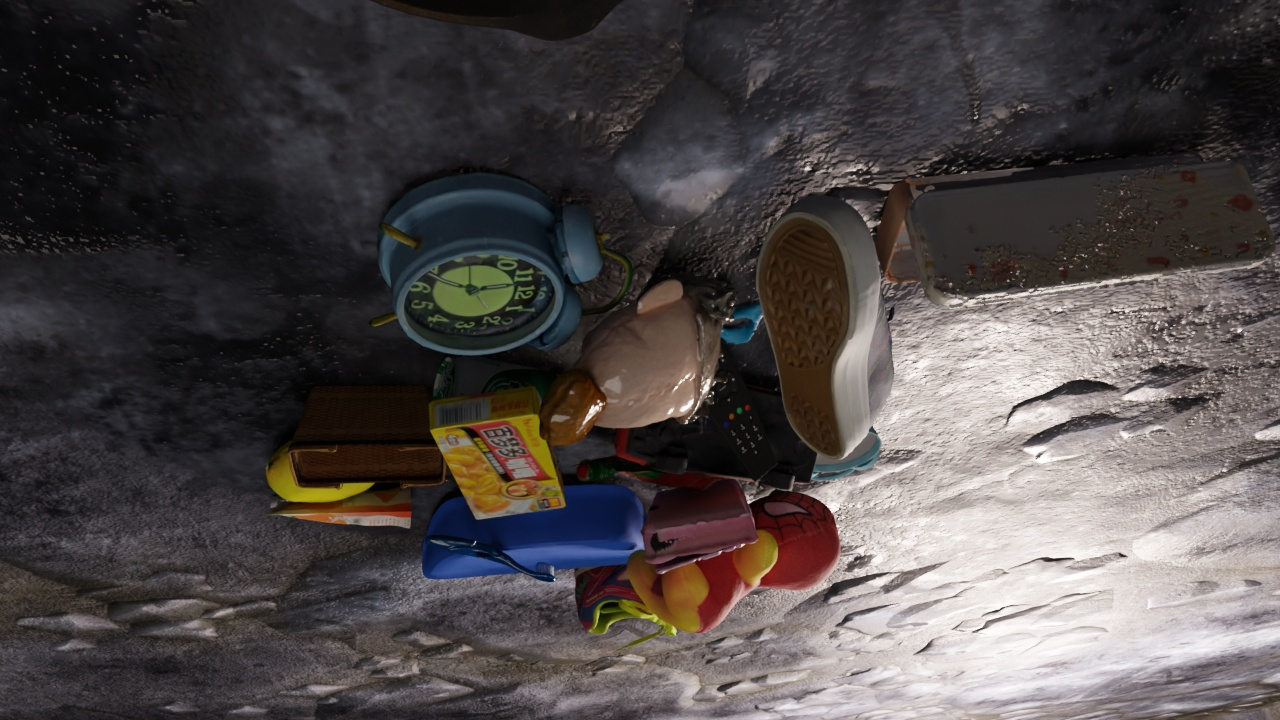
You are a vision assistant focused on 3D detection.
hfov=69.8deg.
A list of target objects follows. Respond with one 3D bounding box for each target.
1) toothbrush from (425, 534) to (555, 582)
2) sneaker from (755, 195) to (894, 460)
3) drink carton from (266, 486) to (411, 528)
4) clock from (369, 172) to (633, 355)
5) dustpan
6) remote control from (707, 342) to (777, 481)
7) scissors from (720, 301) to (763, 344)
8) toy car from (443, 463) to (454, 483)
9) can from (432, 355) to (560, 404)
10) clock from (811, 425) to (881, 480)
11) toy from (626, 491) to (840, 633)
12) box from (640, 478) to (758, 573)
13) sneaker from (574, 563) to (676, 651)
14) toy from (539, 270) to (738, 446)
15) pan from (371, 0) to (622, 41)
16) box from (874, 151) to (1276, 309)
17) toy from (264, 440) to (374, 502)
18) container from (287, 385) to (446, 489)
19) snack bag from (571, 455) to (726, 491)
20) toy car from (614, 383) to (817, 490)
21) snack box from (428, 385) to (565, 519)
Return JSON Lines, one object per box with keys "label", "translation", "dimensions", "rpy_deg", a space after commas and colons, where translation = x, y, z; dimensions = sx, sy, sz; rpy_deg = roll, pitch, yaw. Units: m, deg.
{"label": "toothbrush", "translation": [-0.135, 0.178, 0.835], "dimensions": [0.132, 0.016, 0.021], "rpy_deg": [25, 132, -26]}
{"label": "sneaker", "translation": [0.141, -0.028, 0.644], "dimensions": [0.079, 0.087, 0.236], "rpy_deg": [-38, 141, -20]}
{"label": "drink carton", "translation": [-0.270, 0.132, 0.824], "dimensions": [0.122, 0.039, 0.069], "rpy_deg": [1, 179, -16]}
{"label": "clock", "translation": [-0.084, -0.056, 0.570], "dimensions": [0.162, 0.060, 0.118], "rpy_deg": [-1, 145, -18]}
{"label": "dustpan", "translation": [-0.095, 0.153, 0.871], "dimensions": [0.245, 0.059, 0.258], "rpy_deg": [-3, 160, -8]}
{"label": "remote control", "translation": [0.071, 0.038, 0.719], "dimensions": [0.039, 0.010, 0.125], "rpy_deg": [-36, 110, -20]}
{"label": "scissors", "translation": [0.118, -0.050, 0.668], "dimensions": [0.103, 0.015, 0.134], "rpy_deg": [13, 137, -23]}
{"label": "toy car", "translation": [-0.144, 0.081, 0.783], "dimensions": [0.042, 0.036, 0.091], "rpy_deg": [-21, 168, 14]}
{"label": "can", "translation": [-0.102, 0.028, 0.696], "dimensions": [0.101, 0.053, 0.053], "rpy_deg": [13, 141, -30]}
{"label": "clock", "translation": [0.182, 0.085, 0.855], "dimensions": [0.087, 0.042, 0.123], "rpy_deg": [-8, 145, 0]}
{"label": "toy", "translation": [0.103, 0.196, 0.912], "dimensions": [0.215, 0.099, 0.148], "rpy_deg": [-17, -171, -25]}
{"label": "box", "translation": [0.054, 0.144, 0.815], "dimensions": [0.098, 0.046, 0.233], "rpy_deg": [-10, 178, 2]}
{"label": "sneaker", "translation": [0.043, 0.252, 1.032], "dimensions": [0.242, 0.091, 0.116], "rpy_deg": [-18, 143, 13]}
{"label": "toy", "translation": [-0.004, 0.004, 0.626], "dimensions": [0.175, 0.076, 0.133], "rpy_deg": [-27, 138, -36]}
{"label": "pan", "translation": [-0.120, -0.217, 0.331], "dimensions": [0.356, 0.043, 0.249], "rpy_deg": [-12, 147, 5]}
{"label": "box", "translation": [0.270, -0.081, 0.599], "dimensions": [0.216, 0.095, 0.108], "rpy_deg": [-6, 171, -4]}
{"label": "toy", "translation": [-0.264, 0.092, 0.769], "dimensions": [0.094, 0.041, 0.096], "rpy_deg": [11, 142, -35]}
{"label": "container", "translation": [-0.209, 0.058, 0.710], "dimensions": [0.114, 0.061, 0.063], "rpy_deg": [0, 146, -13]}
{"label": "snack bag", "translation": [0.003, 0.095, 0.791], "dimensions": [0.087, 0.044, 0.154], "rpy_deg": [3, 179, 43]}
{"label": "toy car", "translation": [0.070, 0.056, 0.757], "dimensions": [0.189, 0.081, 0.056], "rpy_deg": [12, -179, -25]}
{"label": "snack box", "translation": [-0.103, 0.073, 0.689], "dimensions": [0.075, 0.025, 0.152], "rpy_deg": [-8, 146, -1]}
